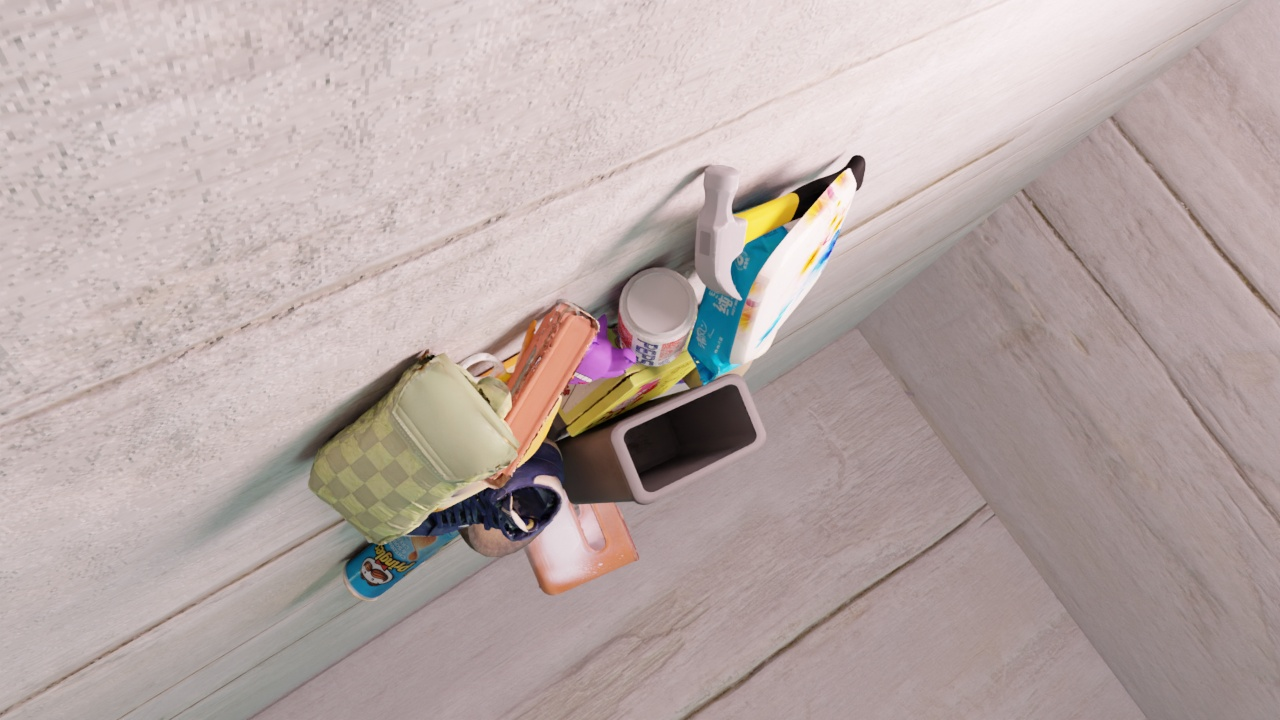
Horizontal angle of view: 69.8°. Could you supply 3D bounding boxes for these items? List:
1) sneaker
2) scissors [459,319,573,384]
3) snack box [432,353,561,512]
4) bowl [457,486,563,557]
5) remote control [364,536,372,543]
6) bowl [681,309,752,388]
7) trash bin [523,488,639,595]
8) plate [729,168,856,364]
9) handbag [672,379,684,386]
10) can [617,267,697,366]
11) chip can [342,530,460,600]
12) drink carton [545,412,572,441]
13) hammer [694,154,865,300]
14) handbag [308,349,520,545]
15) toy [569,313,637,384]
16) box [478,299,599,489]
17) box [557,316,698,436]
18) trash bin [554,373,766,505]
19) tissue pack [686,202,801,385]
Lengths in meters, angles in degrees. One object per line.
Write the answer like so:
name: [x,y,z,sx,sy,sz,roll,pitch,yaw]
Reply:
sneaker: [-0.193,0.178,1.077,0.233,0.091,0.118,-20,-152,-7]
scissors: [-0.117,0.021,0.849,0.129,0.011,0.125,5,108,-39]
snack box: [-0.167,0.085,0.961,0.144,0.080,0.196,-31,170,-22]
bowl: [-0.185,0.176,1.227,0.161,0.070,0.162,-27,132,-36]
remote control: [-0.311,0.196,1.186,0.115,0.028,0.060,-39,170,26]
bowl: [0.098,-0.028,1.248,0.050,0.152,0.153,27,131,-27]
trash bin: [-0.123,0.244,1.445,0.157,0.181,0.260,-23,-174,-11]
plate: [0.155,-0.086,0.917,0.186,0.016,0.187,-48,163,-25]
handbag: [-0.008,0.040,1.383,0.170,0.068,0.144,-31,172,17]
can: [0.015,-0.042,0.965,0.078,0.078,0.136,-33,171,-9]
chip can: [-0.325,0.258,1.317,0.230,0.080,0.079,-38,170,20]
drink carton: [-0.106,0.075,1.224,0.076,0.048,0.125,-31,170,-20]
hammer: [0.144,-0.148,0.883,0.322,0.029,0.127,-30,134,-49]
handbag: [-0.187,0.071,0.781,0.187,0.113,0.116,-35,-175,25]
toy: [-0.060,-0.006,0.952,0.106,0.055,0.088,26,131,-37]
box: [-0.097,0.034,0.830,0.187,0.058,0.060,-60,164,7]
box: [-0.007,0.007,1.133,0.125,0.082,0.220,-40,168,31]
trash bin: [0.014,0.104,1.140,0.191,0.097,0.220,-22,-179,-26]
tissue pack: [0.119,-0.075,1.000,0.116,0.066,0.210,-27,141,-45]
